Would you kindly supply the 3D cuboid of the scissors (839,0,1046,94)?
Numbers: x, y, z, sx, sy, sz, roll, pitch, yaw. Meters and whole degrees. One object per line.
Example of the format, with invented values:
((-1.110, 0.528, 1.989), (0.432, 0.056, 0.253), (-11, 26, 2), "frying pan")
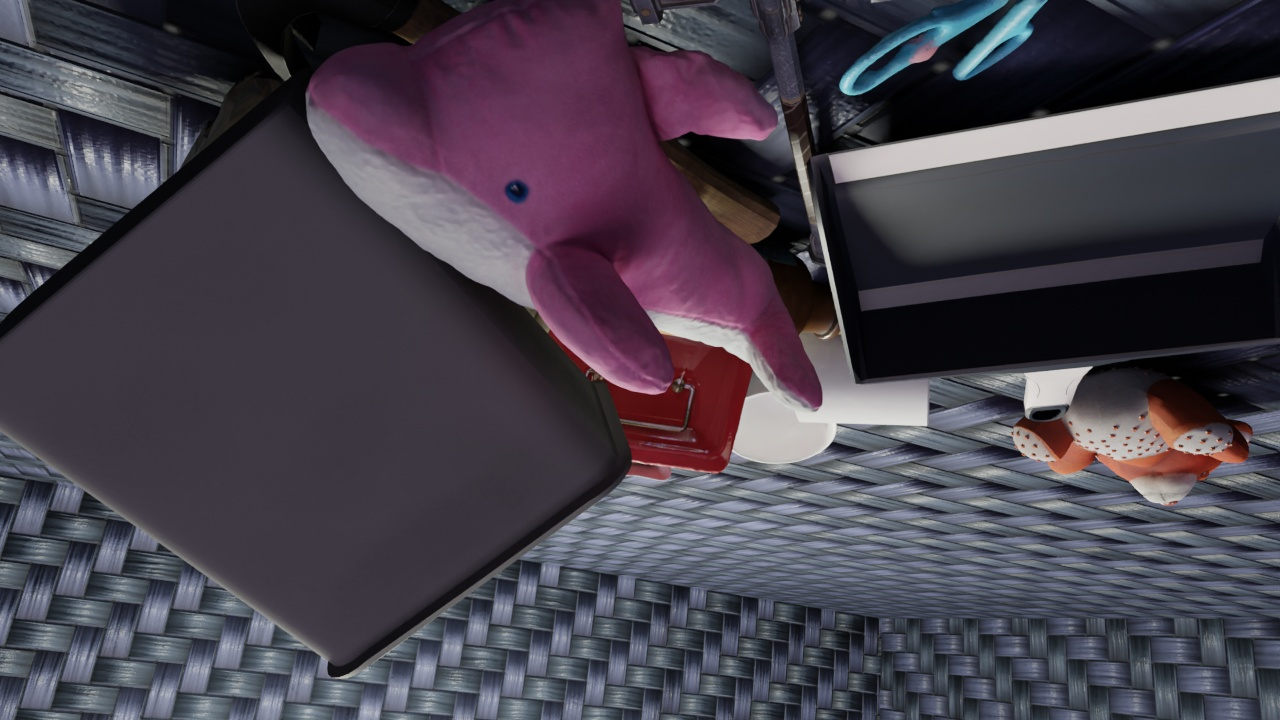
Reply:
((0.143, -0.134, 0.348), (0.136, 0.015, 0.125), (-23, 173, 23), "scissors")

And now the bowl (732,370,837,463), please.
((0.122, 0.042, 0.823), (0.105, 0.054, 0.105), (3, 140, 2), "bowl")

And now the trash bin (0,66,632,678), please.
((-0.146, 0.015, 0.429), (0.192, 0.097, 0.220), (-36, 119, 7), "trash bin")

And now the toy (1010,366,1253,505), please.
((0.419, 0.067, 0.765), (0.172, 0.092, 0.164), (20, 156, -37), "toy")

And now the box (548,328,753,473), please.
((-0.003, 0.006, 0.642), (0.158, 0.129, 0.087), (12, -172, -17), "box")

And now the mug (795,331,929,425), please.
((0.164, 0.005, 0.671), (0.090, 0.091, 0.121), (1, 160, 17), "mug")

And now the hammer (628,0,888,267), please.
((0.076, -0.114, 0.441), (0.098, 0.044, 0.322), (1, 163, 17), "hammer")

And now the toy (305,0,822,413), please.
((-0.004, -0.073, 0.386), (0.128, 0.186, 0.265), (-47, 139, 17), "toy")

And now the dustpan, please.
((0.230, -0.033, 0.506), (0.237, 0.080, 0.273), (-6, 162, 17), "dustpan")

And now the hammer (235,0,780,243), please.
((-0.038, -0.122, 0.451), (0.133, 0.040, 0.305), (-8, 159, 44), "hammer")

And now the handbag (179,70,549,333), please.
((-0.158, -0.040, 0.509), (0.229, 0.131, 0.184), (18, 121, -14), "handbag")

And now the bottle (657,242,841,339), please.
((0.068, -0.042, 0.583), (0.156, 0.067, 0.068), (9, 162, -20), "bottle")

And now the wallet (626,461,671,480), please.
((-0.023, 0.064, 0.723), (0.086, 0.032, 0.116), (7, -174, -12), "wallet")
